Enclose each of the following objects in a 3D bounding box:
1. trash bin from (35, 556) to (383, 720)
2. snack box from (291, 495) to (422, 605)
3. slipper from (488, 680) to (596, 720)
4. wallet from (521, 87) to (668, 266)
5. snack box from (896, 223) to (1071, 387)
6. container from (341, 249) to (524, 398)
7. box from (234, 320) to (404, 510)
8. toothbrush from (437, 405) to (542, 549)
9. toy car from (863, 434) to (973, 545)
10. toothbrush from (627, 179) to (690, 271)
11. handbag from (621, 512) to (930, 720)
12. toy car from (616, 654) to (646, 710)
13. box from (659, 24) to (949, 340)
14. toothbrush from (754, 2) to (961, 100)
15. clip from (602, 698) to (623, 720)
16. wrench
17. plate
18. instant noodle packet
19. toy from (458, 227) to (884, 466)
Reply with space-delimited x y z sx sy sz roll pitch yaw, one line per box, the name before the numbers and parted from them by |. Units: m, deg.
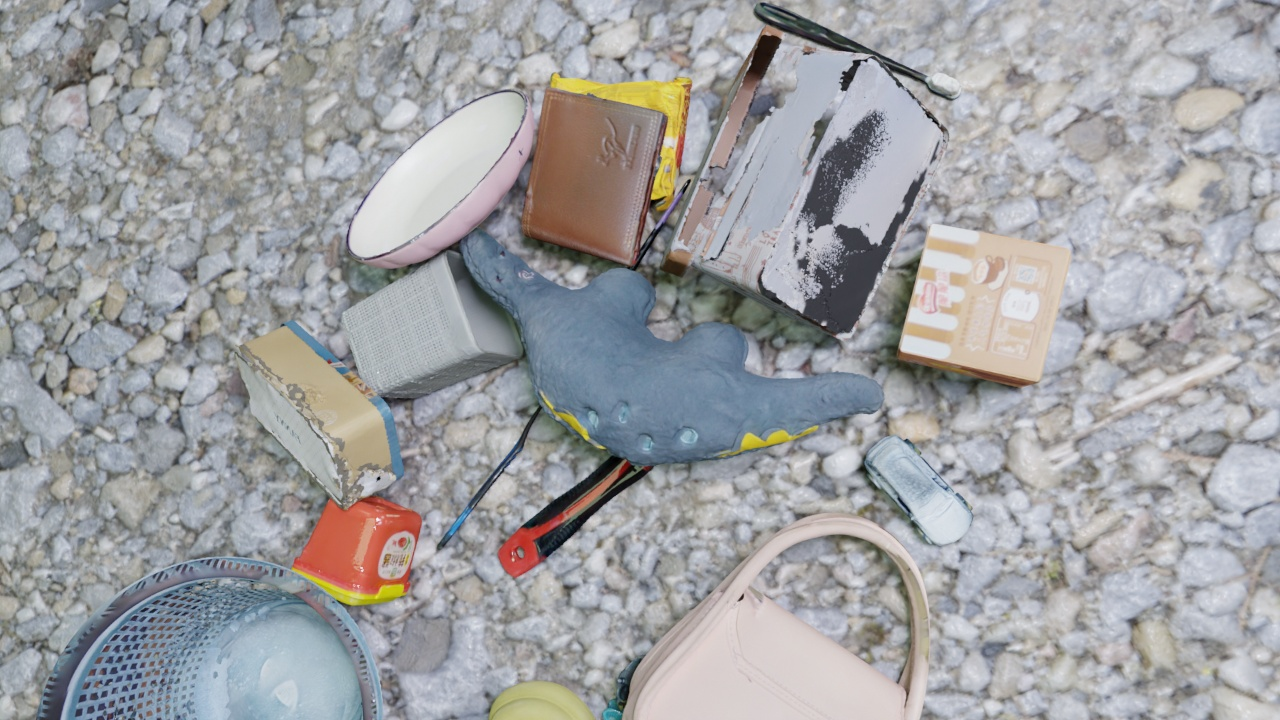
trash bin | -0.299 0.265 0.709 0.226 0.195 0.226 1 79 -6
snack box | -0.234 0.156 0.773 0.082 0.091 0.080 17 84 16
slipper | -0.065 0.349 0.715 0.092 0.081 0.190 -22 83 10
wallet | -0.038 -0.146 0.729 0.101 0.032 0.124 15 101 15
snack box | 0.242 -0.037 0.657 0.094 0.077 0.093 14 90 15
container | -0.176 -0.024 0.770 0.114 0.090 0.090 -23 79 16
box | -0.274 0.040 0.768 0.184 0.061 0.090 37 139 33
toothbrush | -0.116 0.091 0.783 0.016 0.014 0.189 37 97 -9
toy car | 0.206 0.096 0.681 0.043 0.034 0.090 -42 78 5
toothbrush | -0.010 -0.067 0.754 0.017 0.014 0.189 36 103 7
handbag | 0.118 0.221 0.664 0.193 0.093 0.234 34 83 -1
toy car | 0.032 0.267 0.716 0.105 0.031 0.049 22 90 6
box | 0.089 -0.134 0.688 0.178 0.152 0.182 29 94 47
toothbrush | 0.169 -0.248 0.726 0.181 0.018 0.016 30 97 17
clip | -0.003 0.287 0.731 0.056 0.040 0.014 19 93 12
wrench | -0.016 0.083 0.753 0.273 0.016 0.056 -45 72 8
plate | -0.158 -0.143 0.754 0.193 0.039 0.192 -26 38 22
instant noodle packet | -0.025 -0.182 0.761 0.128 0.044 0.110 8 90 19
toy | -0.004 0.004 0.701 0.356 0.091 0.138 25 88 15
